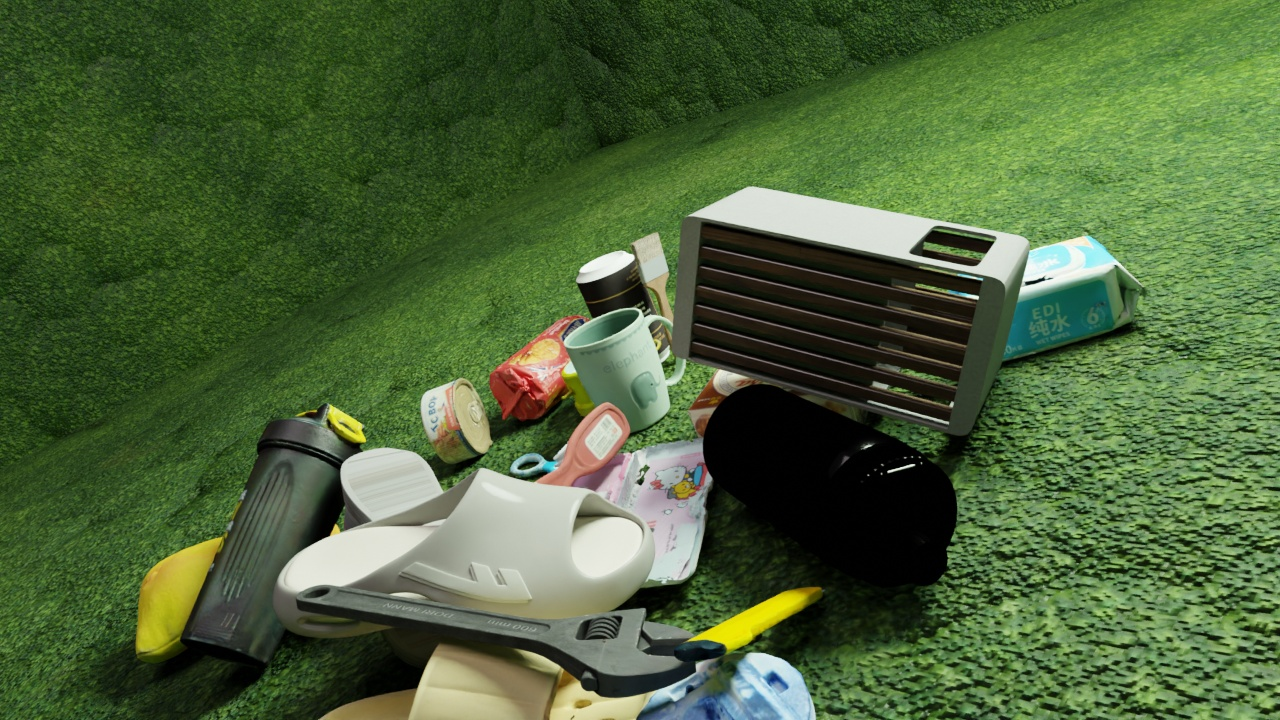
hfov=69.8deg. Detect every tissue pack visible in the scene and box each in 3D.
[{"bbox_3d":[0.318,-0.051,0.742,0.145,0.062,0.092,-18,20,17],"label":"tissue pack"}]

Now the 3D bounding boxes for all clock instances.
[{"bbox_3d":[-0.028,0.012,0.983,0.119,0.057,0.083,-28,16,6],"label":"clock"},{"bbox_3d":[0.031,0.192,0.431,0.125,0.052,0.089,-27,19,-12],"label":"clock"}]

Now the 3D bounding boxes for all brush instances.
[{"bbox_3d":[0.023,-0.065,1.001,0.008,0.143,0.045,-5,18,40],"label":"brush"},{"bbox_3d":[-0.057,0.086,0.740,0.030,0.041,0.171,-36,6,32],"label":"brush"}]

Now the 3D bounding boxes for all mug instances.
[{"bbox_3d":[-0.005,0.005,0.903,0.111,0.104,0.084,-31,20,-21],"label":"mug"}]

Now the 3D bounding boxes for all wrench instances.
[{"bbox_3d":[-0.093,0.150,0.517,0.274,0.018,0.073,0,11,28],"label":"wrench"}]

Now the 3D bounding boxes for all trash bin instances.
[{"bbox_3d":[0.154,-0.046,0.692,0.229,0.115,0.114,16,27,24],"label":"trash bin"}]

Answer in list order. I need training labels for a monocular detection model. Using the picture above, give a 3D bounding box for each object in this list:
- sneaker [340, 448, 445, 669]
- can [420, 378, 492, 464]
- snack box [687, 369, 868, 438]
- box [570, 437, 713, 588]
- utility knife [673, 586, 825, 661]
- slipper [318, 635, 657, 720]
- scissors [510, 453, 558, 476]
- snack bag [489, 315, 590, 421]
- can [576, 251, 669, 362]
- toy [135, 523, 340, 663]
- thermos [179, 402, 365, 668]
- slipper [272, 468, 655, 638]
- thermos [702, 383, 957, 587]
[{"bbox_3d":[-0.184,0.169,0.730,0.099,0.090,0.236,-11,35,-21],"label":"sneaker"},{"bbox_3d":[-0.199,0.066,0.994,0.043,0.086,0.086,-20,19,9],"label":"can"},{"bbox_3d":[0.133,0.017,0.805,0.143,0.041,0.146,-11,21,30],"label":"snack box"},{"bbox_3d":[-0.017,0.124,0.703,0.153,0.037,0.200,-15,20,17],"label":"box"},{"bbox_3d":[0.066,0.138,0.493,0.031,0.017,0.158,-9,-3,31],"label":"utility knife"},{"bbox_3d":[-0.111,0.205,0.527,0.262,0.079,0.111,-17,23,18],"label":"slipper"},{"bbox_3d":[-0.067,0.096,0.876,0.117,0.013,0.140,-29,17,-21],"label":"scissors"},{"bbox_3d":[-0.104,0.004,1.068,0.082,0.082,0.175,-8,23,38],"label":"snack bag"},{"bbox_3d":[-0.019,-0.054,1.043,0.072,0.128,0.071,-21,19,7],"label":"can"},{"bbox_3d":[-0.375,0.194,0.855,0.193,0.087,0.134,-26,23,-11],"label":"toy"},{"bbox_3d":[-0.306,0.143,0.784,0.098,0.098,0.220,-10,51,35],"label":"thermos"},{"bbox_3d":[-0.127,0.120,0.611,0.266,0.081,0.112,-7,23,12],"label":"slipper"},{"bbox_3d":[0.120,0.077,0.586,0.086,0.086,0.199,-28,19,-14],"label":"thermos"}]
